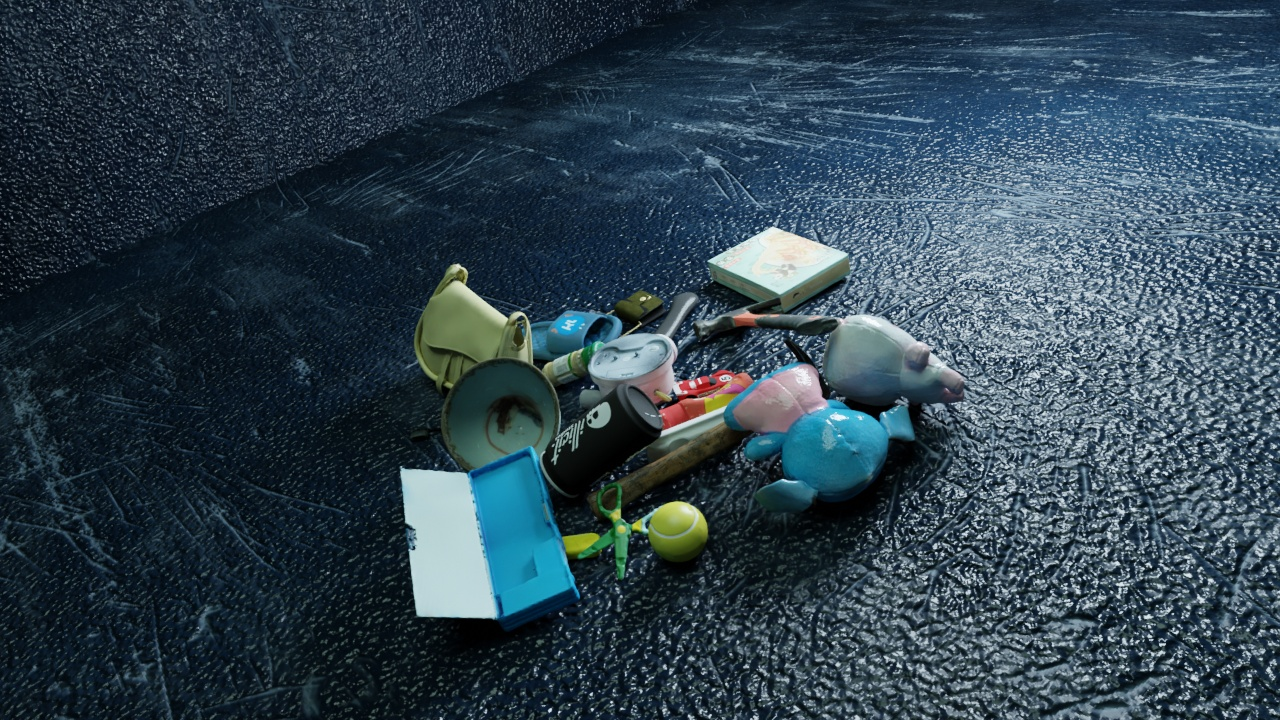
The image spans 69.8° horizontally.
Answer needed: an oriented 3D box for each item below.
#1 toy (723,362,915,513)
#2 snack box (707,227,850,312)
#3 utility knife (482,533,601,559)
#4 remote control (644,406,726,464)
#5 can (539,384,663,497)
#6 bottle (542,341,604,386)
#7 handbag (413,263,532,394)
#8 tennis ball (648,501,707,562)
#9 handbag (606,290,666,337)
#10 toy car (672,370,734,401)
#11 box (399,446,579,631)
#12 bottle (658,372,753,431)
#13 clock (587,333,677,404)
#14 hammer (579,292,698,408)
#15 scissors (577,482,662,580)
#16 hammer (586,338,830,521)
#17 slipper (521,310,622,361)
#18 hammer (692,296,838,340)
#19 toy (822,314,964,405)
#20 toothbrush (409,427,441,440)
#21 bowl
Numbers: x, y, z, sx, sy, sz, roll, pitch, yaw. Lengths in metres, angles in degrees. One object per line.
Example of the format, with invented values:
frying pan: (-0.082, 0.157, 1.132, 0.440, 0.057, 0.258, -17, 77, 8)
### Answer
toy: (0.205, 0.078, 1.058, 0.223, 0.099, 0.191, -27, 51, -18)
snack box: (0.223, -0.150, 1.494, 0.141, 0.044, 0.194, -29, 34, -19)
utility knife: (-0.130, 0.224, 1.070, 0.175, 0.020, 0.028, -8, 34, 11)
remote control: (0.071, 0.098, 1.152, 0.133, 0.050, 0.022, -21, 30, -9)
can: (-0.048, 0.099, 1.125, 0.146, 0.080, 0.080, -39, 26, 18)
bottle: (-0.096, 0.008, 1.358, 0.110, 0.042, 0.042, -22, 24, 33)
handbag: (-0.258, -0.030, 1.400, 0.088, 0.191, 0.233, -18, 39, -39)
tennis ball: (0.041, 0.188, 1.006, 0.065, 0.065, 0.065, -11, 31, 7)
handbag: (-0.047, -0.055, 1.485, 0.177, 0.027, 0.084, -34, 35, -21)
toy car: (0.090, 0.036, 1.270, 0.089, 0.025, 0.038, -17, 31, -3)
box: (-0.178, 0.204, 1.053, 0.175, 0.060, 0.243, -8, 35, -14)
bottle: (0.085, 0.064, 1.196, 0.134, 0.048, 0.071, -24, -2, -12)
clock: (-0.008, 0.007, 1.267, 0.117, 0.059, 0.157, -9, 30, 10)
hammer: (0.026, -0.020, 1.387, 0.125, 0.029, 0.309, 1, 34, 26)
scissors: (-0.014, 0.195, 1.050, 0.123, 0.012, 0.126, 2, 50, -5)
hammer: (0.081, 0.095, 1.124, 0.330, 0.120, 0.033, -28, -8, -9)
slipper: (-0.119, -0.044, 1.451, 0.214, 0.059, 0.103, 0, 39, 37)
hammer: (0.179, -0.052, 1.254, 0.133, 0.033, 0.333, -17, 8, -11)
toy: (0.308, 0.010, 1.124, 0.180, 0.139, 0.101, 18, 64, 28)
toothbrush: (-0.251, 0.101, 1.331, 0.188, 0.014, 0.017, -7, 45, 15)
bowl: (-0.176, 0.082, 1.228, 0.160, 0.159, 0.094, -12, -12, 5)
